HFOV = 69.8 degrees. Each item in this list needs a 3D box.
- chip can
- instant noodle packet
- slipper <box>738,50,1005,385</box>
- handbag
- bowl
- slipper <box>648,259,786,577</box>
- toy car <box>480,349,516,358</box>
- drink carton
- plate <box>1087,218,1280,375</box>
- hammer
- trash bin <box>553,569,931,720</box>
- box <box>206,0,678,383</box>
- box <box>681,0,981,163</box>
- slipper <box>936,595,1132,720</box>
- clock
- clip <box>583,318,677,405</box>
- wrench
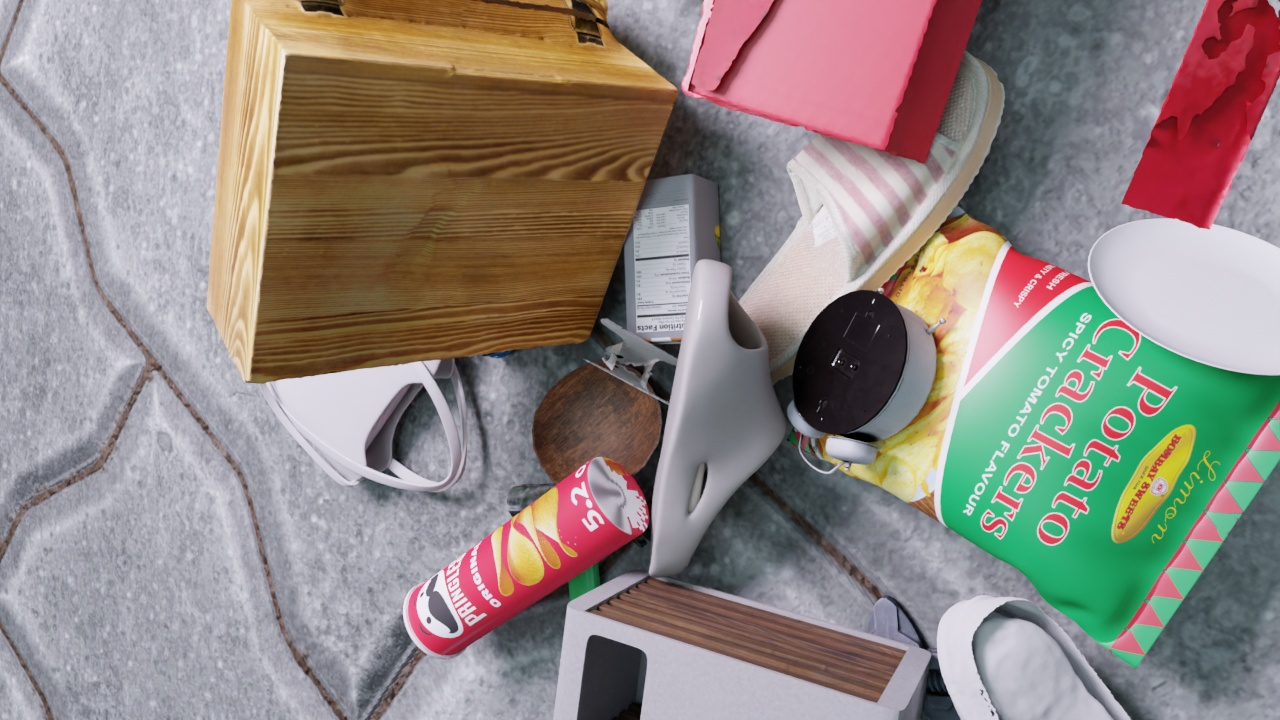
[{"bbox_3d":[-0.095,0.161,0.734,0.221,0.069,0.069,-38,74,25],"label":"chip can"},{"bbox_3d":[0.238,0.031,0.572,0.253,0.090,0.196,34,104,31],"label":"instant noodle packet"},{"bbox_3d":[0.136,-0.099,0.631,0.263,0.052,0.115,-55,39,22],"label":"slipper"},{"bbox_3d":[-0.235,0.023,0.835,0.222,0.095,0.216,45,113,15],"label":"handbag"},{"bbox_3d":[-0.033,0.056,0.754,0.114,0.026,0.102,-36,73,12],"label":"bowl"},{"bbox_3d":[0.057,0.053,0.649,0.080,0.112,0.266,10,123,1],"label":"slipper"},{"bbox_3d":[-0.139,-0.061,0.804,0.056,0.043,0.120,-29,75,29],"label":"toy car"},{"bbox_3d":[0.025,-0.075,0.711,0.076,0.048,0.125,-2,90,29],"label":"drink carton"},{"bbox_3d":[0.322,-0.036,0.518,0.134,0.134,0.011,29,141,25],"label":"plate"},{"bbox_3d":[-0.040,0.261,0.766,0.130,0.032,0.318,-5,89,28],"label":"hammer"},{"bbox_3d":[0.066,0.239,0.630,0.229,0.114,0.114,10,96,26],"label":"trash bin"},{"bbox_3d":[-0.189,-0.206,0.681,0.334,0.278,0.287,51,132,34],"label":"box"},{"bbox_3d":[0.144,-0.248,0.585,0.165,0.153,0.214,21,107,20],"label":"box"},{"bbox_3d":[0.261,0.259,0.568,0.112,0.074,0.247,-30,87,2],"label":"slipper"},{"bbox_3d":[0.138,0.015,0.589,0.123,0.035,0.094,-65,31,12],"label":"clock"},{"bbox_3d":[-0.005,0.005,0.704,0.052,0.102,0.057,-38,38,31],"label":"clip"},{"bbox_3d":[0.232,0.287,0.621,0.073,0.022,0.273,-32,76,25],"label":"wrench"}]
